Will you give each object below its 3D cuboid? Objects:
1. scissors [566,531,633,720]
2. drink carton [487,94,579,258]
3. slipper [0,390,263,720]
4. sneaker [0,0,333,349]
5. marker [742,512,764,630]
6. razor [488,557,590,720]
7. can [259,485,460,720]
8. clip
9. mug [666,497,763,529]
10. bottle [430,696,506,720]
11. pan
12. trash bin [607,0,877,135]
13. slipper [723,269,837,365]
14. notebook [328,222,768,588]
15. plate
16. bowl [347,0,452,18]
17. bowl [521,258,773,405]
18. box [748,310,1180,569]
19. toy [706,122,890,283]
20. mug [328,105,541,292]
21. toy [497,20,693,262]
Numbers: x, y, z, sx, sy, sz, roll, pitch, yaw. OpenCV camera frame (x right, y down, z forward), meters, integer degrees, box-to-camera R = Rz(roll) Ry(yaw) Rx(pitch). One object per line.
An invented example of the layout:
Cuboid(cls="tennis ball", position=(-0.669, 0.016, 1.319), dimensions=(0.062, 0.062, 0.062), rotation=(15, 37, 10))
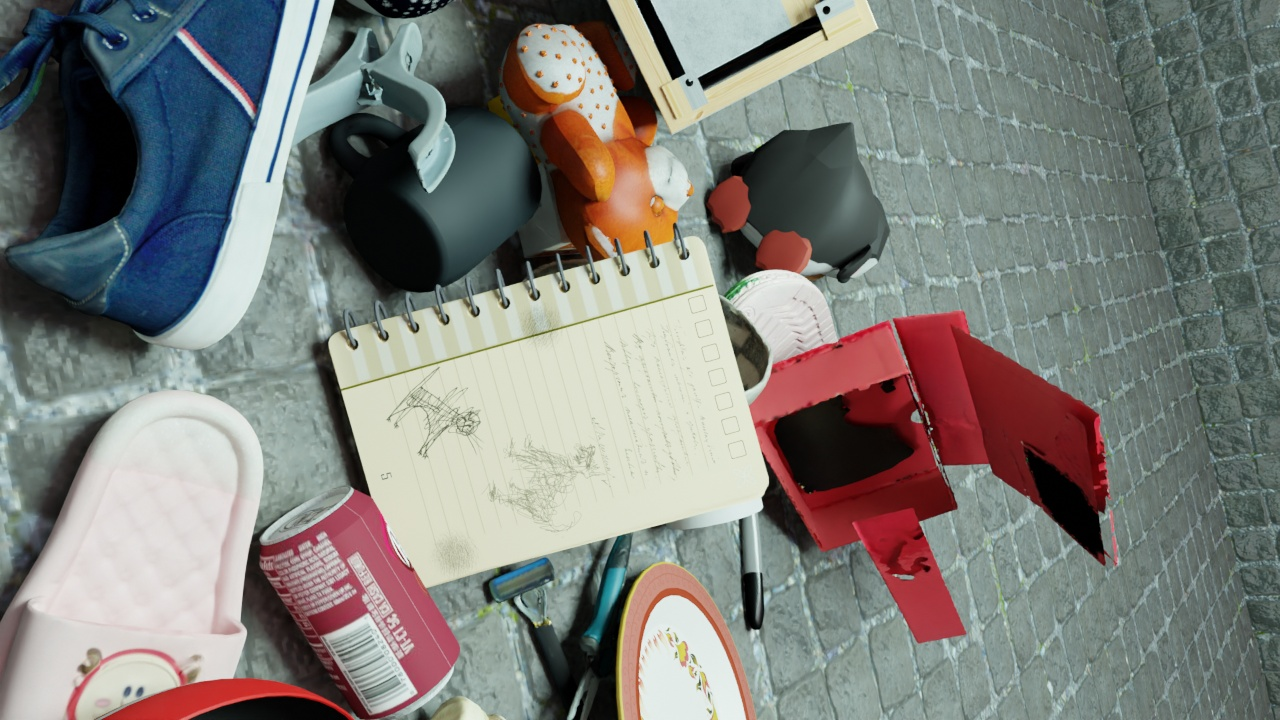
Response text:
Cuboid(cls="scissors", position=(-0.018, 0.179, 0.626), dimensions=(0.148, 0.019, 0.123), rotation=(-1, 86, -65))
Cuboid(cls="drink carton", position=(-0.063, -0.134, 0.666), dimensions=(0.058, 0.040, 0.122), rotation=(-13, 89, -49))
Cuboid(cls="slipper", position=(-0.222, 0.120, 0.408), dimensions=(0.106, 0.056, 0.221), rotation=(28, 61, -42))
Cuboid(cls="sneaker", position=(-0.235, -0.160, 0.437), dimensions=(0.127, 0.121, 0.294), rotation=(30, 60, -54))
Cuboid(cls="marker", position=(0.095, 0.158, 0.782), dimensions=(0.022, 0.016, 0.138), rotation=(51, 36, -71))
Cuboid(cls="razor", position=(-0.055, 0.197, 0.601), dimensions=(0.042, 0.022, 0.144), rotation=(-21, 103, -6))
Cuboid(cls="can", position=(-0.147, 0.128, 0.483), dimensions=(0.063, 0.063, 0.114), rotation=(-40, 110, -46))
Cuboid(cls="clip", position=(-0.187, -0.139, 0.525), dimensions=(0.030, 0.158, 0.173), rotation=(83, -10, -45))
Cuboid(cls="mug", position=(0.034, 0.079, 0.698), dimensions=(0.105, 0.074, 0.089), rotation=(-11, 88, -23))
Cuboid(cls="bottle", position=(-0.061, 0.255, 0.547), dimensions=(0.166, 0.060, 0.059), rotation=(49, 48, -27))
Cuboid(cls="pan", position=(-0.160, 0.252, 0.421), dimensions=(0.356, 0.067, 0.208), rotation=(39, 69, -58))
Cuboid(cls="trash bin", position=(0.057, -0.275, 0.677), dimensions=(0.142, 0.142, 0.246), rotation=(62, 11, -15))
Cuboid(cls="slipper", position=(0.118, -0.017, 0.793), dimensions=(0.094, 0.064, 0.239), rotation=(-45, 145, 2))
Cuboid(cls="notebook", position=(-0.054, 0.026, 0.529), dimensions=(0.024, 0.225, 0.167), rotation=(-169, -116, -88))
Cuboid(cls="plate", position=(0.033, 0.257, 0.642), dimensions=(0.230, 0.021, 0.229), rotation=(50, 29, -42))
Cuboid(cls="bowl", position=(-0.170, -0.256, 0.552), dimensions=(0.120, 0.066, 0.120), rotation=(56, 11, -18))
Cuboid(cls="bowl", position=(-0.004, 0.004, 0.637), dimensions=(0.178, 0.178, 0.081), rotation=(-26, 143, -48))
Cuboid(cls="box", position=(0.254, 0.061, 0.729), dimensions=(0.211, 0.319, 0.121), rotation=(57, 41, -43))
Cuboid(cls="toy", position=(0.177, -0.140, 0.861), dimensions=(0.159, 0.140, 0.183), rotation=(50, 20, 27))
Cuboid(cls="mug", position=(-0.135, -0.107, 0.557), dimensions=(0.121, 0.085, 0.094), rotation=(38, 48, 0))
Cuboid(cls="toy", position=(-0.024, -0.137, 0.604), dimensions=(0.163, 0.093, 0.172), rotation=(-63, 133, -66))
